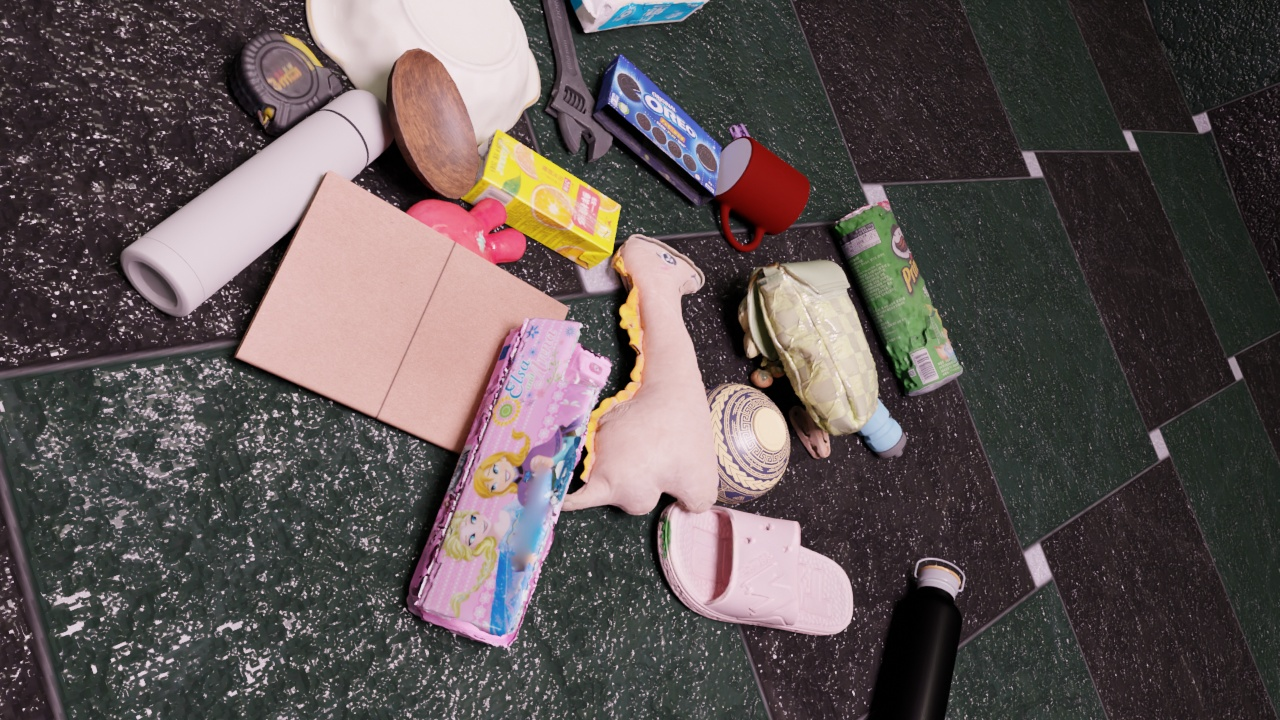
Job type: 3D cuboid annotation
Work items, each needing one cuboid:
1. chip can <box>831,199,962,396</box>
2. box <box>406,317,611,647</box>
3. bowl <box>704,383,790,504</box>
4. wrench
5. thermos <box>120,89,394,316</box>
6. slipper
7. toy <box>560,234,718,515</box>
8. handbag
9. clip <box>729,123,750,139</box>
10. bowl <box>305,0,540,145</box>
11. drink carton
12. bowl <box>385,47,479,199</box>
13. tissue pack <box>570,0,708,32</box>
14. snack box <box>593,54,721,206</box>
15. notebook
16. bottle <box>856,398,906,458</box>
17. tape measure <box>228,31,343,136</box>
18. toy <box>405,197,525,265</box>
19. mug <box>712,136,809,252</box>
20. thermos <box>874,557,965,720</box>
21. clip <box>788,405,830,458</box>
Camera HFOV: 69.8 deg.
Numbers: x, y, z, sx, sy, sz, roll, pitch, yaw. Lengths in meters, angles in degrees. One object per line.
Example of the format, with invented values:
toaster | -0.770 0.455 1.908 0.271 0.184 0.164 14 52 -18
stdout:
chip can | 0.299 -0.071 1.066 0.075 0.076 0.223 -21 87 -43
box | -0.075 0.081 0.645 0.085 0.097 0.230 31 66 -29
bowl | 0.098 0.071 0.845 0.112 0.061 0.112 17 62 -35
wrench | -0.077 -0.316 0.891 0.073 0.018 0.273 2 70 -44
thermos | -0.252 -0.118 0.635 0.052 0.052 0.223 47 49 -15
slipper | 0.118 0.189 0.812 0.239 0.065 0.094 26 57 -32
toy | -0.005 0.005 0.789 0.195 0.065 0.264 3 66 -35
handbag | 0.157 -0.011 0.895 0.113 0.117 0.186 -12 80 -55
clip | 0.119 -0.242 1.028 0.053 0.013 0.036 54 46 -5
bowl | -0.164 -0.279 0.773 0.219 0.060 0.188 2 71 -39
drink carton | -0.082 -0.137 0.794 0.134 0.043 0.058 28 55 -29
bowl | -0.166 -0.179 0.706 0.101 0.026 0.114 -63 139 -55
tissue pack | -0.016 -0.404 0.940 0.208 0.066 0.117 -29 93 -47
snack box | 0.021 -0.228 0.916 0.150 0.027 0.082 35 46 -30
notebook | -0.161 -0.022 0.665 0.209 0.008 0.141 30 74 -32
bottle | 0.241 0.056 0.987 0.130 0.040 0.040 49 48 -13
tape measure | -0.266 -0.204 0.671 0.062 0.038 0.067 53 52 -21
toy | -0.147 -0.083 0.713 0.134 0.045 0.091 -41 102 -37
mug | 0.116 -0.168 0.962 0.082 0.073 0.105 27 86 -29
thermos | 0.278 0.293 0.904 0.061 0.061 0.230 43 50 -18
clip | 0.169 0.073 0.940 0.024 0.043 0.061 -21 99 -43
